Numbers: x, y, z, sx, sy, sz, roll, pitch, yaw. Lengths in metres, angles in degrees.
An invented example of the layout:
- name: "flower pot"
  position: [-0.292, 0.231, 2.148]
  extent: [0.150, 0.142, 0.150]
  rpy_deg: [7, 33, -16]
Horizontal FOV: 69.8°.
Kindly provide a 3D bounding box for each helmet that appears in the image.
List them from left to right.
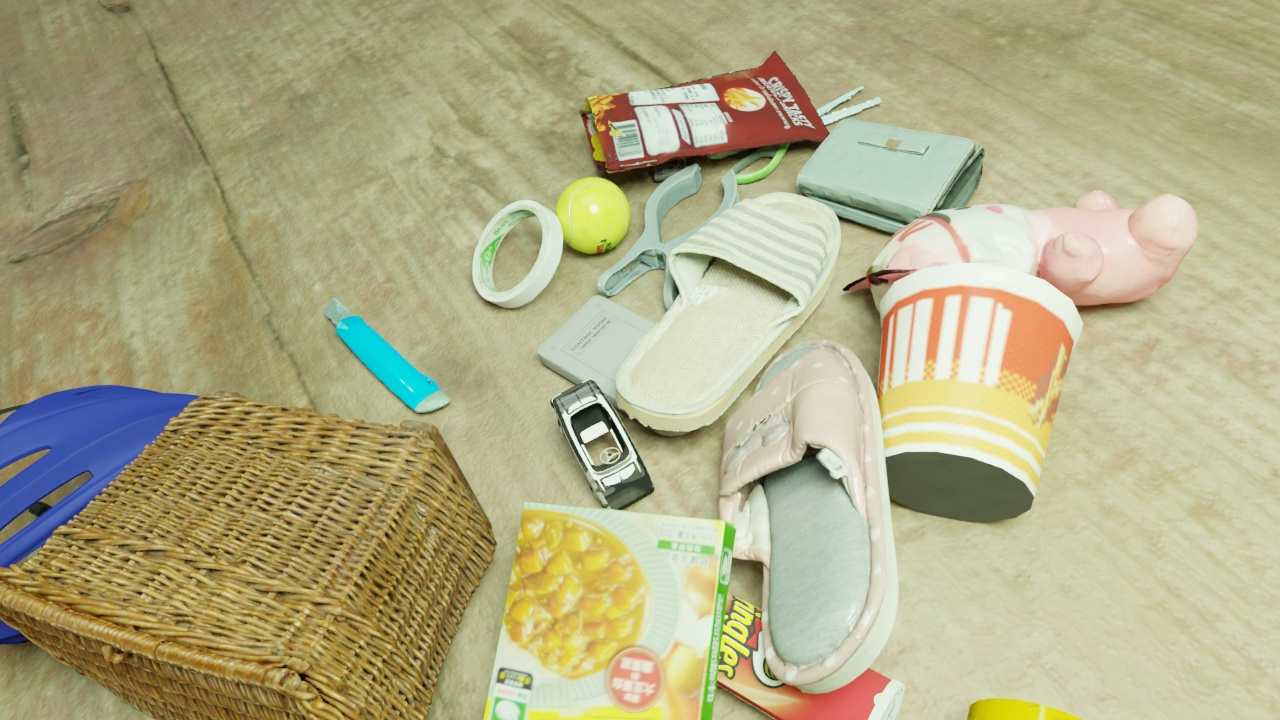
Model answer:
- name: "helmet"
  position: [-0.429, 0.086, 0.658]
  extent: [0.228, 0.148, 0.241]
  rpy_deg: [29, 63, 27]

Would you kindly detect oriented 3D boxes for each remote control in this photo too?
- name: "remote control"
  position: [-0.004, 0.004, 0.705]
  extent: [0.151, 0.019, 0.074]
  rpy_deg: [29, 63, 33]
- name: "remote control"
  position: [0.028, -0.221, 0.888]
  extent: [0.033, 0.013, 0.136]
  rpy_deg: [-6, 50, 7]

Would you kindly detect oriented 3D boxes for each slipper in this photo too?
- name: "slipper"
  position: [0.072, -0.051, 0.694]
  extent: [0.114, 0.054, 0.271]
  rpy_deg: [21, 52, 20]
- name: "slipper"
  position: [0.091, 0.069, 0.545]
  extent: [0.114, 0.054, 0.273]
  rpy_deg: [-46, 21, 27]

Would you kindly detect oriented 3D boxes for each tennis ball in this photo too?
- name: "tennis ball"
  position: [-0.041, -0.125, 0.792]
  extent: [0.065, 0.065, 0.065]
  rpy_deg: [-7, 50, 8]

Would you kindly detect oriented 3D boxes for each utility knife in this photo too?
- name: "utility knife"
  position: [-0.219, -0.006, 0.772]
  extent: [0.031, 0.015, 0.185]
  rpy_deg: [-37, 55, -21]

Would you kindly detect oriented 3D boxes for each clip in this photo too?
- name: "clip"
  position: [0.015, -0.113, 0.793]
  extent: [0.115, 0.028, 0.162]
  rpy_deg: [14, 54, 25]

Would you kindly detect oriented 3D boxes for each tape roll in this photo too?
- name: "tape roll"
  position: [-0.106, -0.091, 0.781]
  extent: [0.094, 0.018, 0.093]
  rpy_deg: [-17, 63, 36]

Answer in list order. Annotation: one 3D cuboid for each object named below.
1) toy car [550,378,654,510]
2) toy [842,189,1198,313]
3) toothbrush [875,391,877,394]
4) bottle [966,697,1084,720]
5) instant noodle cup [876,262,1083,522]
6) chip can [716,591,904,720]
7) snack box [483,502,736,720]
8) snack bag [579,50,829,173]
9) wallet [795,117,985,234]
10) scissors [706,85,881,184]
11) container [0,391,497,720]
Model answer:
- name: "toy car"
  position: [-0.027, 0.058, 0.636]
  extent: [0.040, 0.037, 0.092]
  rpy_deg: [-27, 82, -11]
- name: "toy"
  position: [0.258, -0.070, 0.648]
  extent: [0.213, 0.084, 0.142]
  rpy_deg: [-8, 12, 1]
- name: "toothbrush"
  position: [0.137, 0.098, 0.591]
  extent: [0.016, 0.016, 0.189]
  rpy_deg: [10, 54, 20]
- name: "bottle"
  position: [0.171, 0.249, 0.422]
  extent: [0.071, 0.071, 0.163]
  rpy_deg: [11, 54, 22]
- name: "instant noodle cup"
  position: [0.203, 0.026, 0.575]
  extent: [0.123, 0.123, 0.120]
  rpy_deg: [9, 61, 21]
- name: "chip can"
  position: [0.043, 0.160, 0.541]
  extent: [0.215, 0.052, 0.051]
  rpy_deg: [23, 59, 30]
- name: "snack box"
  position: [-0.021, 0.169, 0.520]
  extent: [0.132, 0.027, 0.167]
  rpy_deg: [1, 72, 25]
- name: "snack bag"
  position: [0.056, -0.225, 0.838]
  extent: [0.208, 0.067, 0.138]
  rpy_deg: [-16, 47, -7]
- name: "wallet"
  position: [0.207, -0.156, 0.767]
  extent: [0.132, 0.054, 0.100]
  rpy_deg: [22, 58, 35]
- name: "scissors"
  position: [0.149, -0.210, 0.850]
  extent: [0.175, 0.032, 0.092]
  rpy_deg: [-24, 46, 0]
- name: "container"
  position: [-0.225, 0.128, 0.566]
  extent: [0.250, 0.162, 0.182]
  rpy_deg: [7, 49, 23]
